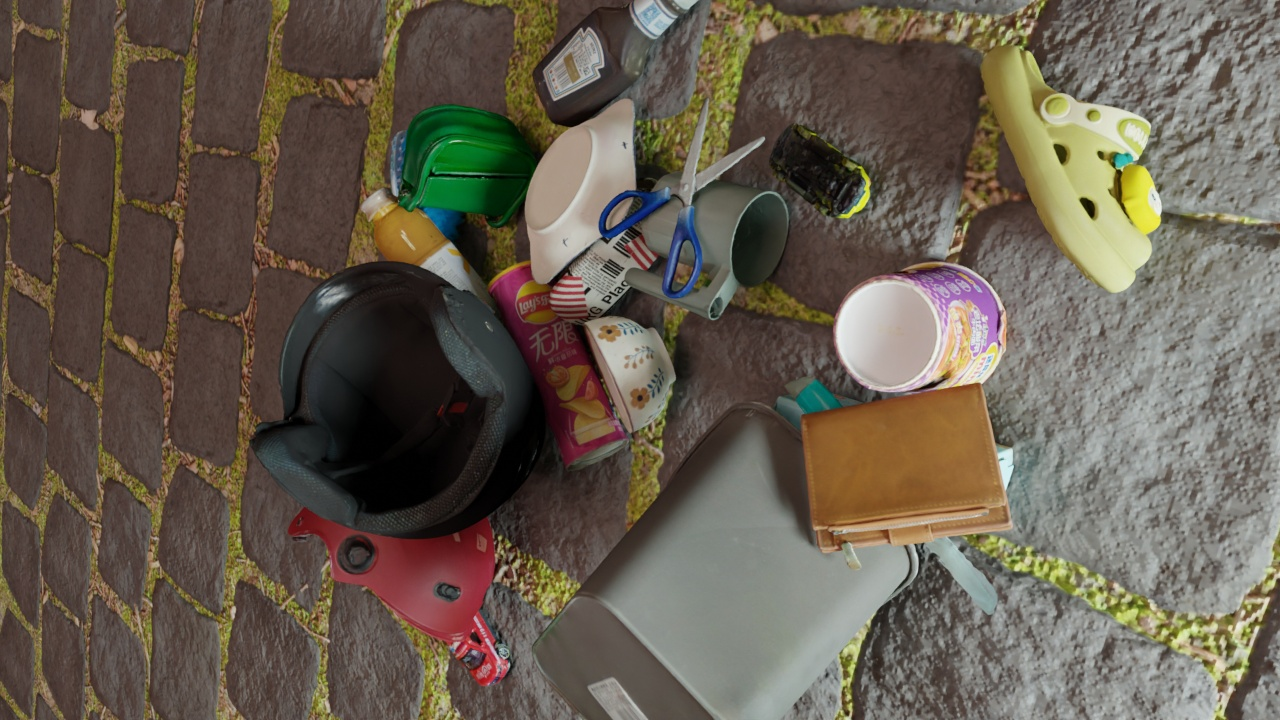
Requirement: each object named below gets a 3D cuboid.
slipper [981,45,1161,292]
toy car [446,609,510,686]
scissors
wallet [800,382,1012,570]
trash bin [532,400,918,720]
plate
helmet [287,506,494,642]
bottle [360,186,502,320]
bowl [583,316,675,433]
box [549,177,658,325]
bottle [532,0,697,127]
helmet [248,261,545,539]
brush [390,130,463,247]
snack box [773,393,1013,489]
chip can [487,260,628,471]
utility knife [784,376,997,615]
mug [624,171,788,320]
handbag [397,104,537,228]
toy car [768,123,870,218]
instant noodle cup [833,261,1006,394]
[{"bbox_3d":[0.296,-0.141,0.615,0.082,0.091,0.190,-30,72,33],"label":"slipper"},{"bbox_3d":[-0.199,0.324,1.070,0.120,0.045,0.053,50,122,22],"label":"toy car"},{"bbox_3d":[0.031,-0.133,0.769,0.176,0.012,0.162,-12,76,34],"label":"scissors"},{"bbox_3d":[0.182,0.080,0.641,0.131,0.035,0.119,-11,64,19],"label":"wallet"},{"bbox_3d":[0.055,0.187,0.703,0.199,0.219,0.199,44,140,10],"label":"trash bin"},{"bbox_3d":[-0.068,-0.170,0.888,0.165,0.034,0.163,-33,46,40],"label":"plate"},{"bbox_3d":[-0.246,0.181,1.009,0.240,0.207,0.144,33,91,26],"label":"helmet"},{"bbox_3d":[-0.229,-0.104,1.002,0.068,0.067,0.189,-32,101,35],"label":"bottle"},{"bbox_3d":[-0.005,0.005,0.867,0.062,0.113,0.113,-24,75,-5],"label":"bowl"},{"bbox_3d":[-0.025,-0.095,0.875,0.075,0.081,0.164,42,114,-3],"label":"box"},{"bbox_3d":[-0.022,-0.305,0.881,0.195,0.044,0.080,-30,76,35],"label":"bottle"},{"bbox_3d":[-0.218,0.042,0.875,0.233,0.230,0.274,-37,63,2],"label":"helmet"},{"bbox_3d":[-0.253,-0.121,1.077,0.110,0.060,0.314,-3,94,44],"label":"brush"},{"bbox_3d":[0.192,0.070,0.721,0.175,0.074,0.052,18,105,36],"label":"snack box"},{"bbox_3d":[-0.085,0.004,0.937,0.072,0.071,0.210,-35,72,35],"label":"chip can"},{"bbox_3d":[0.182,0.092,0.673,0.029,0.013,0.221,-51,61,26],"label":"utility knife"},{"bbox_3d":[0.053,-0.101,0.798,0.103,0.084,0.123,24,73,37],"label":"mug"},{"bbox_3d":[-0.183,-0.199,0.963,0.120,0.131,0.068,-56,46,34],"label":"handbag"},{"bbox_3d":[0.150,-0.158,0.765,0.105,0.032,0.048,49,121,38],"label":"toy car"},{"bbox_3d":[0.203,-0.022,0.690,0.112,0.099,0.111,2,93,38],"label":"instant noodle cup"}]
